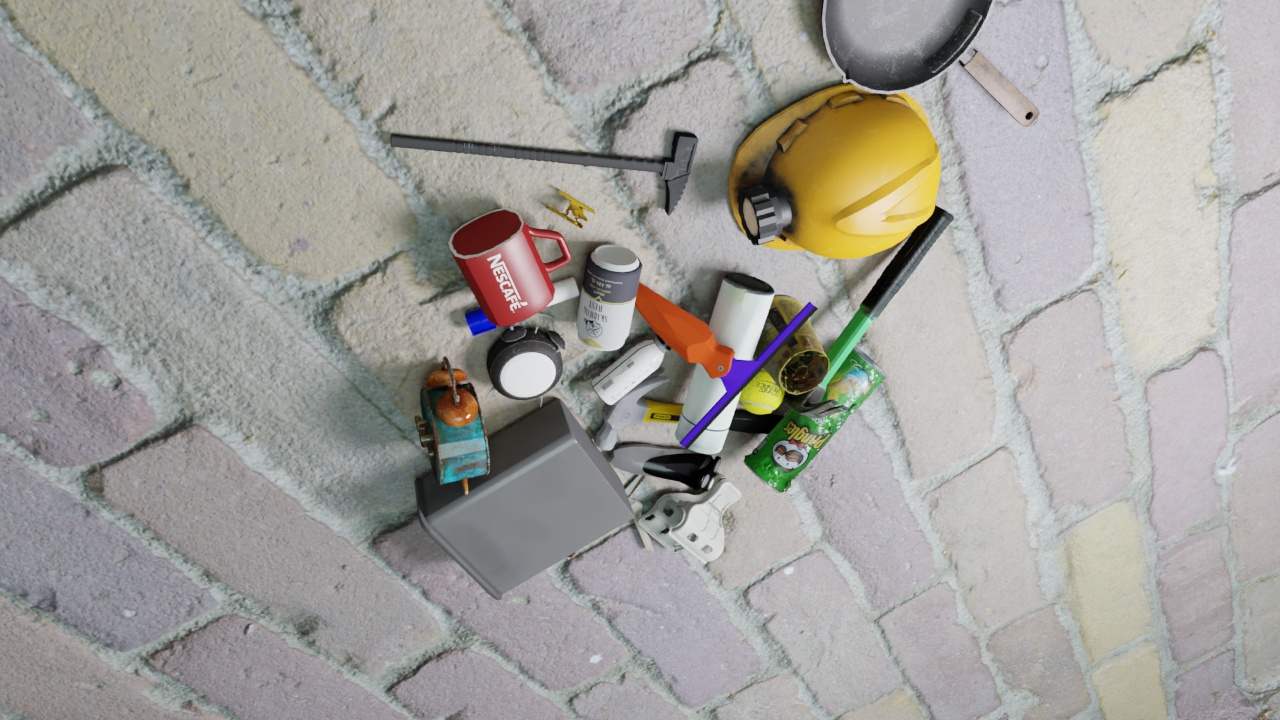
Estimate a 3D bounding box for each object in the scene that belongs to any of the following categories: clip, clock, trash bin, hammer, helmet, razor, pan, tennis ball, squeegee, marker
[{"bbox_3d":[0.088,0.239,1.348,0.151,0.110,0.126,-29,138,13],"label":"clip"},{"bbox_3d":[-0.227,0.072,1.084,0.073,0.121,0.158,-10,122,-18],"label":"clock"},{"bbox_3d":[-0.150,0.184,1.206,0.220,0.097,0.192,-31,126,3],"label":"trash bin"},{"bbox_3d":[-0.137,0.003,1.110,0.091,0.043,0.123,8,123,-25],"label":"clock"},{"bbox_3d":[-0.099,-0.212,0.979,0.324,0.015,0.095,1,125,-20],"label":"hammer"},{"bbox_3d":[-0.072,-0.164,1.009,0.054,0.048,0.046,28,72,-33],"label":"clip"},{"bbox_3d":[0.243,-0.193,1.041,0.255,0.131,0.205,-17,129,-8],"label":"helmet"},{"bbox_3d":[0.034,0.145,1.277,0.156,0.060,0.057,15,109,-6],"label":"razor"},{"bbox_3d":[0.336,-0.357,1.009,0.356,0.040,0.208,26,114,-35],"label":"pan"},{"bbox_3d":[0.160,0.039,1.230,0.065,0.065,0.065,-10,129,-13],"label":"tennis ball"},{"bbox_3d":[0.058,-0.029,1.101,0.185,0.055,0.250,41,116,1],"label":"squeegee"},{"bbox_3d":[-0.137,-0.064,1.071,0.133,0.023,0.027,-19,111,-5],"label":"marker"},{"bbox_3d":[0.295,-0.060,1.189,0.032,0.130,0.319,28,104,-27],"label":"hammer"},{"bbox_3d":[0.102,0.080,1.268,0.323,0.029,0.127,8,123,-26],"label":"hammer"}]

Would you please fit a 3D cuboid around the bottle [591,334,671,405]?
[{"bbox_3d":[-0.007,0.007,1.162,0.116,0.041,0.041,-39,129,12],"label":"bottle"}]

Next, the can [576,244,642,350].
[{"bbox_3d":[-0.039,-0.068,1.077,0.064,0.064,0.128,-1,126,-19],"label":"can"}]

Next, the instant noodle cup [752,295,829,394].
[{"bbox_3d":[0.189,-0.015,1.170,0.102,0.108,0.102,-8,126,-12],"label":"instant noodle cup"}]

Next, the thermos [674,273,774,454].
[{"bbox_3d":[0.104,0.006,1.162,0.067,0.068,0.230,6,115,-24],"label":"thermos"}]

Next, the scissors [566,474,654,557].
[{"bbox_3d":[-0.027,0.233,1.345,0.179,0.015,0.199,33,109,-34],"label":"scissors"}]

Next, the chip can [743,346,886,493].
[{"bbox_3d":[0.241,0.081,1.266,0.075,0.075,0.223,36,99,-36],"label":"chip can"}]

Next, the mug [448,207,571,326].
[{"bbox_3d":[-0.136,-0.109,1.003,0.116,0.080,0.097,-28,131,-7],"label":"mug"}]
